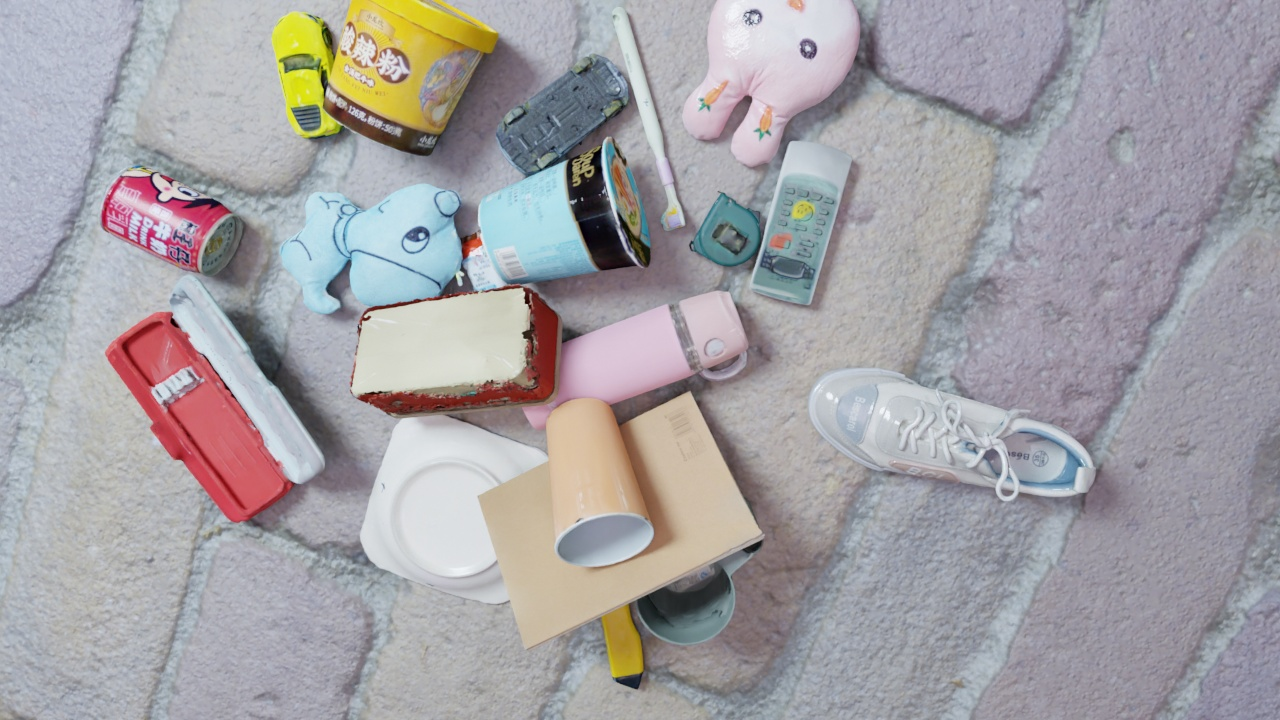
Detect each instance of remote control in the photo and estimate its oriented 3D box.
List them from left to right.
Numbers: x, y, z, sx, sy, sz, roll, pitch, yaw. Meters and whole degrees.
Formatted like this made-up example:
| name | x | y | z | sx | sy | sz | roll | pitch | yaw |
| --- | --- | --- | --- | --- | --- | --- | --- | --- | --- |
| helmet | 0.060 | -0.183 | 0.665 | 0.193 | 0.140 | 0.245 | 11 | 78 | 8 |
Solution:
| name | x | y | z | sx | sy | sz | roll | pitch | yaw |
| --- | --- | --- | --- | --- | --- | --- | --- | --- | --- |
| remote control | 0.137 | -0.118 | 0.786 | 0.056 | 0.019 | 0.135 | 15 | 100 | 0 |

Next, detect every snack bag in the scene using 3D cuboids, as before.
| name | x | y | z | sx | sy | sz | roll | pitch | yaw |
| --- | --- | --- | --- | --- | --- | --- | --- | --- | --- |
| snack bag | -0.130 | -0.064 | 0.803 | 0.048 | 0.026 | 0.104 | -20 | 99 | 19 |

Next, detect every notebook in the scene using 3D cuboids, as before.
| name | x | y | z | sx | sy | sz | roll | pitch | yaw |
| --- | --- | --- | --- | --- | --- | --- | --- | --- | --- |
| notebook | -0.023 | 0.129 | 0.766 | 0.211 | 0.012 | 0.149 | -27 | 57 | 2 |

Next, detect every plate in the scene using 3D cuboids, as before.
| name | x | y | z | sx | sy | sz | roll | pitch | yaw |
| --- | --- | --- | --- | --- | --- | --- | --- | --- | --- |
| plate | -0.168 | 0.140 | 0.837 | 0.163 | 0.034 | 0.164 | 19 | 99 | -1 |

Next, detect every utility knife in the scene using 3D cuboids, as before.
| name | x | y | z | sx | sy | sz | roll | pitch | yaw |
| --- | --- | --- | --- | --- | --- | --- | --- | --- | --- |
| utility knife | -0.021 | 0.235 | 0.856 | 0.033 | 0.015 | 0.154 | -10 | 98 | -2 |

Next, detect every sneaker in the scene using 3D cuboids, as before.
| name | x | y | z | sx | sy | sz | roll | pitch | yaw |
| --- | --- | --- | --- | --- | --- | --- | --- | --- | --- |
| sneaker | 0.261 | 0.069 | 0.777 | 0.242 | 0.090 | 0.089 | 14 | 99 | 1 |

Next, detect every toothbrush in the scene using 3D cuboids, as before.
| name | x | y | z | sx | sy | sz | roll | pitch | yaw |
| --- | --- | --- | --- | --- | --- | --- | --- | --- | --- |
| toothbrush | 0.006 | -0.204 | 0.778 | 0.020 | 0.029 | 0.189 | -21 | 100 | -37 |

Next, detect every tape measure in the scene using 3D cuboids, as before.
| name | x | y | z | sx | sy | sz | roll | pitch | yaw |
| --- | --- | --- | --- | --- | --- | --- | --- | --- | --- |
| tape measure | 0.076 | -0.109 | 0.787 | 0.054 | 0.025 | 0.058 | 30 | 100 | -2 |

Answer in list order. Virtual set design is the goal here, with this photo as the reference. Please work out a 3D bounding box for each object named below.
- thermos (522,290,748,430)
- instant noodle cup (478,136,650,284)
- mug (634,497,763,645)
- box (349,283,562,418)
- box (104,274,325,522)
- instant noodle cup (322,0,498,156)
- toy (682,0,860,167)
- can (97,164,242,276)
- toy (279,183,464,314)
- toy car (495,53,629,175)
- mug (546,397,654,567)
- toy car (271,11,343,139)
| name | x | y | z | sx | sy | sz | roll | pitch | yaw |
| --- | --- | --- | --- | --- | --- | --- | --- | --- | --- |
| thermos | -0.005 | 0.005 | 0.795 | 0.199 | 0.067 | 0.087 | -20 | 128 | 4 |
| instant noodle cup | -0.065 | -0.115 | 0.759 | 0.120 | 0.111 | 0.111 | -14 | 99 | 14 |
| mug | 0.053 | 0.174 | 0.798 | 0.124 | 0.103 | 0.083 | -41 | 95 | 7 |
| box | -0.156 | -0.006 | 0.754 | 0.169 | 0.077 | 0.091 | -7 | 69 | 21 |
| box | -0.370 | 0.036 | 0.814 | 0.160 | 0.064 | 0.201 | -30 | 97 | 28 |
| instant noodle cup | -0.191 | -0.236 | 0.736 | 0.118 | 0.118 | 0.115 | 28 | 108 | -2 |
| toy | 0.105 | -0.242 | 0.752 | 0.121 | 0.054 | 0.160 | 27 | 108 | -2 |
| can | -0.400 | -0.118 | 0.786 | 0.094 | 0.066 | 0.066 | 26 | 100 | -2 |
| toy | -0.225 | -0.095 | 0.792 | 0.156 | 0.049 | 0.161 | 35 | 101 | 1 |
| toy car | -0.066 | -0.206 | 0.773 | 0.120 | 0.037 | 0.054 | -38 | 95 | -2 |
| mug | -0.039 | 0.095 | 0.744 | 0.078 | 0.122 | 0.078 | -8 | 140 | -7 |
| toy car | -0.284 | -0.242 | 0.778 | 0.048 | 0.032 | 0.105 | -8 | 98 | 4 |
